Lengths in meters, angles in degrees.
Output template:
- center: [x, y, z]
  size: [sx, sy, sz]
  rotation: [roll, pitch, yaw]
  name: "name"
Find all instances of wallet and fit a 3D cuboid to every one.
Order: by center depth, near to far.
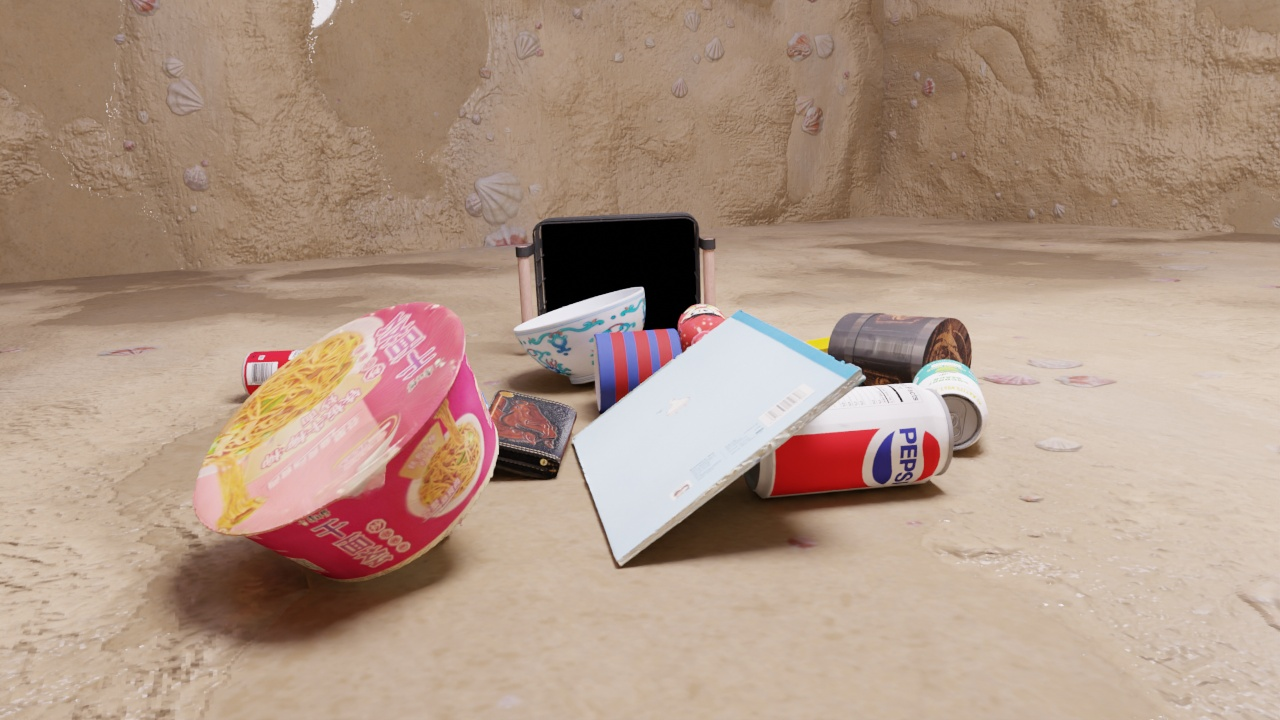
- center: [-0.092, 0.057, 0.736]
  size: [0.072, 0.019, 0.123]
  rotation: [13, 16, -2]
  name: "wallet"

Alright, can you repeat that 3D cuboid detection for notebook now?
- center: [0.036, 0.037, 0.647]
  size: [0.181, 0.009, 0.253]
  rotation: [-38, 15, -1]
  name: "notebook"

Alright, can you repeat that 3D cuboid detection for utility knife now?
- center: [0.154, -0.008, 0.970]
  size: [0.165, 0.017, 0.030]
  rotation: [-14, 29, 38]
  name: "utility knife"

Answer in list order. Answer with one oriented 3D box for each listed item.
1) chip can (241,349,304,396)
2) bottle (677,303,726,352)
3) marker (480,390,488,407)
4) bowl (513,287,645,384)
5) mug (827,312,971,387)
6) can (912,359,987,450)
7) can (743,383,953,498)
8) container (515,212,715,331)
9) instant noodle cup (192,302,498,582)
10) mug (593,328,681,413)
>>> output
- center: [-0.304, 0.012, 0.964]
  size: [0.215, 0.052, 0.051]
  rotation: [-2, 12, 3]
  name: "chip can"
- center: [0.074, -0.026, 1.044]
  size: [0.062, 0.062, 0.137]
  rotation: [-2, 11, 1]
  name: "bottle"
- center: [-0.144, 0.048, 0.857]
  size: [0.013, 0.013, 0.142]
  rotation: [-6, 12, -16]
  name: "marker"
- center: [-0.055, -0.020, 0.975]
  size: [0.144, 0.074, 0.144]
  rotation: [-17, 9, 3]
  name: "bowl"
- center: [0.255, 0.001, 0.879]
  size: [0.115, 0.080, 0.107]
  rotation: [24, -9, -39]
  name: "mug"
- center: [0.246, 0.035, 0.735]
  size: [0.055, 0.055, 0.101]
  rotation: [1, 13, 16]
  name: "can"
- center: [0.138, 0.054, 0.630]
  size: [0.132, 0.070, 0.070]
  rotation: [-4, 12, -8]
  name: "can"
- center: [-0.028, -0.102, 1.172]
  size: [0.241, 0.163, 0.130]
  rotation: [-2, 12, 1]
  name: "container"
- center: [-0.161, 0.053, 0.541]
  size: [0.179, 0.078, 0.178]
  rotation: [-21, 36, 15]
  name: "instant noodle cup"
- center: [-0.005, 0.005, 0.873]
  size: [0.076, 0.075, 0.112]
  rotation: [-4, 15, -6]
  name: "mug"
